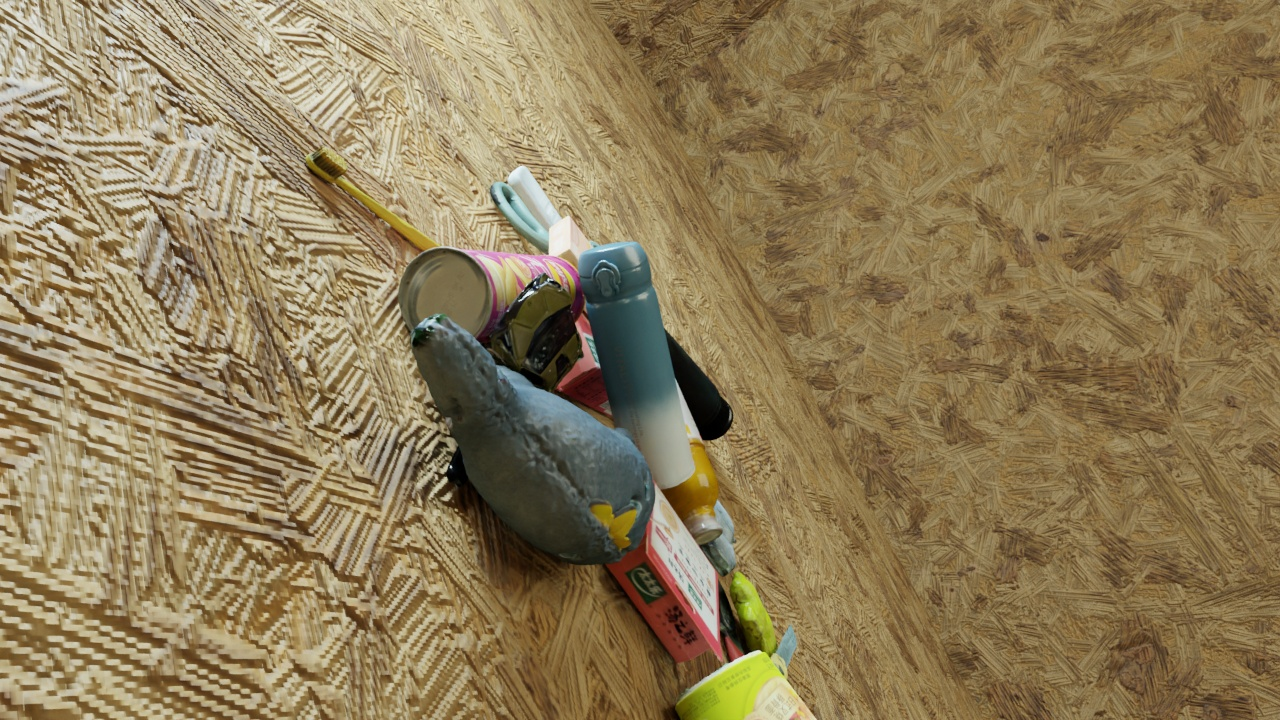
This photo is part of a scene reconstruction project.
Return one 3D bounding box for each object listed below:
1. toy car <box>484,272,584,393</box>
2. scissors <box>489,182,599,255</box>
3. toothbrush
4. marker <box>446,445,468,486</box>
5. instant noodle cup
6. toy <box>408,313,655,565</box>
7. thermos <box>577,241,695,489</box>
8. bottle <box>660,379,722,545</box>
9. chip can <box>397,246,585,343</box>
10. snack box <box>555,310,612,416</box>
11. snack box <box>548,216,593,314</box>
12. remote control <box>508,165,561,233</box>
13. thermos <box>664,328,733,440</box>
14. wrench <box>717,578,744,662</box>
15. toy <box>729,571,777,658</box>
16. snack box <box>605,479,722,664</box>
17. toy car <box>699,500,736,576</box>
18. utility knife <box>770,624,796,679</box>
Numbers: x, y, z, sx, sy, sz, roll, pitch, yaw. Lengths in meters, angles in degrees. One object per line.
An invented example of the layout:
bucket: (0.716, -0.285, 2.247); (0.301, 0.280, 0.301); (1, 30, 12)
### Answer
toy car: (-0.074, -0.010, 0.666); (0.042, 0.070, 0.158); (34, -13, 12)
scissors: (-0.089, -0.129, 0.977); (0.170, 0.019, 0.171); (46, 19, -6)
toothbrush: (-0.175, -0.102, 0.688); (0.190, 0.017, 0.015); (40, 24, -54)
marker: (-0.109, 0.049, 0.616); (0.018, 0.015, 0.124); (57, 16, -17)
instant noodle cup: (0.087, 0.283, 0.662); (0.123, 0.112, 0.111); (57, 12, 25)
toy: (-0.050, 0.068, 0.612); (0.137, 0.091, 0.356); (67, 9, 23)
thermos: (-0.005, 0.005, 0.802); (0.070, 0.070, 0.220); (-76, 154, -70)
bottle: (0.030, 0.091, 0.910); (0.068, 0.068, 0.189); (36, 27, -58)
chip can: (-0.106, -0.050, 0.711); (0.071, 0.071, 0.210); (61, 14, 3)
snack box: (-0.058, -0.017, 0.870); (0.127, 0.044, 0.113); (33, 29, -61)
snack box: (-0.034, -0.059, 0.889); (0.157, 0.026, 0.084); (52, 14, -26)
remote control: (-0.105, -0.158, 1.047); (0.136, 0.020, 0.055); (55, 15, -19)
thermos: (0.027, 0.016, 1.093); (0.090, 0.068, 0.242); (29, -11, 40)
wrench: (0.102, 0.303, 0.840); (0.056, 0.016, 0.273); (29, 33, -58)
toy: (0.113, 0.257, 0.903); (0.100, 0.031, 0.096); (68, 3, -57)
snack box: (0.019, 0.176, 0.748); (0.113, 0.044, 0.127); (57, 13, -14)
toy car: (0.076, 0.176, 0.953); (0.054, 0.037, 0.120); (56, 9, -15)
utility knife: (0.115, 0.296, 0.833); (0.031, 0.021, 0.204); (61, 21, -1)
